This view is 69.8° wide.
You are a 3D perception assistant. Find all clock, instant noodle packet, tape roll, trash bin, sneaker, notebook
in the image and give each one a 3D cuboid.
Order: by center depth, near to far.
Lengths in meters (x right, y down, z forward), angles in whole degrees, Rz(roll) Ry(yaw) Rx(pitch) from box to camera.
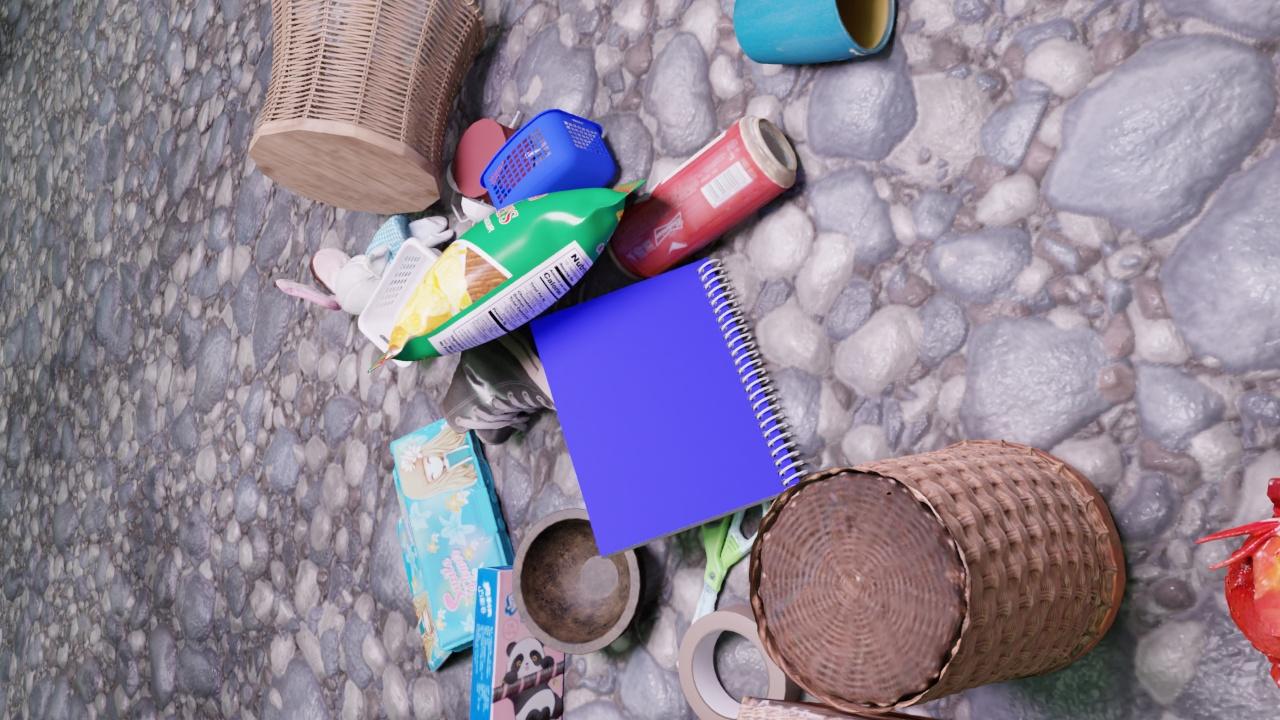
[{"bbox_3d":[0.173,0.116,0.529,0.152,0.209,0.151,-7,79,39],"label":"trash bin"},{"bbox_3d":[0.076,0.238,0.707,0.094,0.030,0.093,-2,87,36],"label":"tape roll"},{"bbox_3d":[0.019,0.032,0.741,0.171,0.022,0.209,-20,67,1],"label":"notebook"},{"bbox_3d":[-0.111,-0.079,0.779,0.253,0.195,0.090,-35,102,0],"label":"instant noodle packet"},{"bbox_3d":[-0.103,0.039,0.858,0.235,0.095,0.120,30,106,37],"label":"sneaker"},{"bbox_3d":[-0.162,-0.201,0.972,0.125,0.044,0.087,-47,57,26],"label":"clock"}]

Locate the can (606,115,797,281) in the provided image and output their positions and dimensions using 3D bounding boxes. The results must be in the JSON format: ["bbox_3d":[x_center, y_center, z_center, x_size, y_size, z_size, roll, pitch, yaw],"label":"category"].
[{"bbox_3d":[0.048,-0.132,0.767,0.171,0.067,0.067,-33,64,33],"label":"can"}]

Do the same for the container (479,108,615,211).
[{"bbox_3d":[-0.085,-0.174,0.870,0.114,0.096,0.058,-38,66,31],"label":"container"}]

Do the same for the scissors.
[{"bbox_3d":[0.058,0.176,0.752,0.072,0.033,0.175,23,96,36],"label":"scissors"}]

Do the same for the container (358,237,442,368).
[{"bbox_3d":[-0.242,-0.064,1.004,0.081,0.049,0.129,41,113,9],"label":"container"}]

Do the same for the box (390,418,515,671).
[{"bbox_3d":[-0.212,0.189,0.948,0.181,0.073,0.227,-35,63,30],"label":"box"}]

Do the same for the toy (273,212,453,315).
[{"bbox_3d":[-0.298,-0.105,1.065,0.206,0.130,0.106,-22,113,16],"label":"toy"}]

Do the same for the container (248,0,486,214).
[{"bbox_3d":[-0.288,-0.281,0.953,0.227,0.226,0.196,-6,71,40],"label":"container"}]

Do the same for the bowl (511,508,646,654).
[{"bbox_3d":[-0.046,0.191,0.804,0.121,0.056,0.121,-4,80,22],"label":"bowl"}]

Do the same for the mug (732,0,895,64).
[{"bbox_3d":[0.136,-0.282,0.714,0.104,0.084,0.112,3,57,47],"label":"mug"}]

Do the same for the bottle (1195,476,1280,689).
[{"bbox_3d":[0.344,0.117,0.458,0.099,0.098,0.111,6,83,41],"label":"bottle"}]

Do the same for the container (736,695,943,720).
[{"bbox_3d":[0.145,0.270,0.541,0.114,0.198,0.112,-6,69,43],"label":"container"}]

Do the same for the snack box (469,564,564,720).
[{"bbox_3d":[-0.110,0.263,0.832,0.033,0.087,0.154,-3,81,40],"label":"snack box"}]

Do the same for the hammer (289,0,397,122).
[{"bbox_3d":[-0.335,-0.441,1.127,0.033,0.132,0.330,-4,70,41],"label":"hammer"}]
